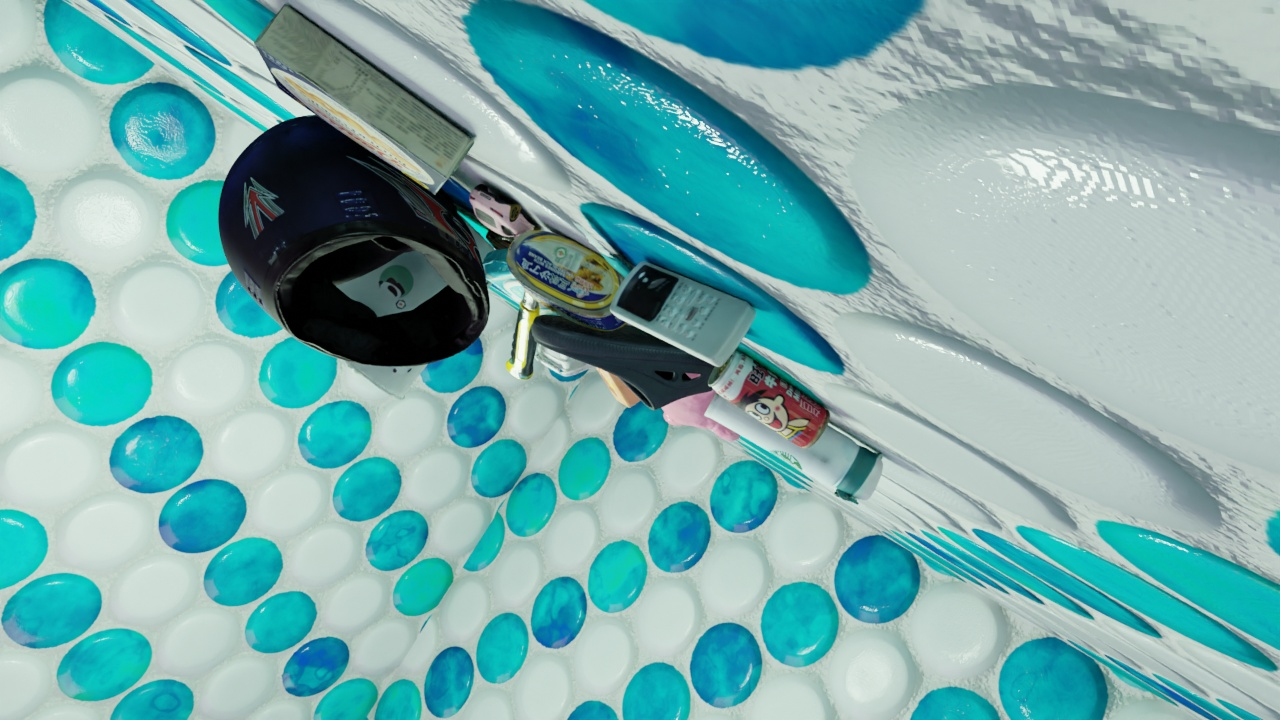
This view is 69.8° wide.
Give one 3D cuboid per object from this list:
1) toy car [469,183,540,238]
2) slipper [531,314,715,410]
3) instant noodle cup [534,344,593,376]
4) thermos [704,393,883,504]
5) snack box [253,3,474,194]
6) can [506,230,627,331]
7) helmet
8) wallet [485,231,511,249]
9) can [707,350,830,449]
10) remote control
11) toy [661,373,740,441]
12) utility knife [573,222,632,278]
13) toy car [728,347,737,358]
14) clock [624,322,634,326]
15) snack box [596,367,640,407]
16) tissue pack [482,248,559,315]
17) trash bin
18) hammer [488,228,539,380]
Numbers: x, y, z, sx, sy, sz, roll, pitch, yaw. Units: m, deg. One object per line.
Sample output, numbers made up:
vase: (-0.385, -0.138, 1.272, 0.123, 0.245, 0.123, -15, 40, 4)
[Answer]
toy car: (-0.150, -0.156, 1.013, 0.056, 0.037, 0.122, 33, 178, 17)
slipper: (-0.006, 0.006, 1.061, 0.267, 0.083, 0.111, 9, -167, -29)
instant noodle cup: (-0.082, -0.041, 1.318, 0.173, 0.137, 0.060, 22, 135, 67)
thermos: (0.190, 0.097, 1.130, 0.224, 0.073, 0.073, 30, 176, 6)
snack box: (-0.244, -0.224, 0.827, 0.178, 0.045, 0.182, 34, 175, -16)
can: (-0.075, -0.087, 0.993, 0.148, 0.074, 0.049, 29, 173, 18)
helmet: (-0.333, -0.149, 1.079, 0.315, 0.248, 0.240, 32, -154, -55)
wallet: (-0.171, -0.147, 1.341, 0.090, 0.033, 0.115, 32, 173, 17)
can: (0.143, 0.043, 1.023, 0.132, 0.053, 0.053, 33, 176, -9)
remote control: (0.032, -0.044, 0.791, 0.150, 0.058, 0.021, 27, 171, 46)
toy: (0.049, 0.025, 1.244, 0.179, 0.074, 0.195, 17, 142, 34)
utility knife: (-0.017, -0.092, 0.905, 0.029, 0.013, 0.223, 33, 179, 25)
toy car: (0.056, -0.035, 0.878, 0.090, 0.035, 0.042, 36, 174, -38)
clock: (-0.021, -0.034, 1.173, 0.122, 0.055, 0.082, 0, 113, 50)
snack box: (-0.008, 0.008, 1.358, 0.077, 0.092, 0.094, 58, 171, -11)
tissue pack: (-0.144, -0.109, 1.256, 0.093, 0.050, 0.133, -1, 154, 38)
trash bin: (-0.343, -0.110, 1.324, 0.229, 0.252, 0.229, 42, 176, 4)
hammer: (-0.147, -0.061, 1.222, 0.126, 0.031, 0.324, 32, 149, 8)
